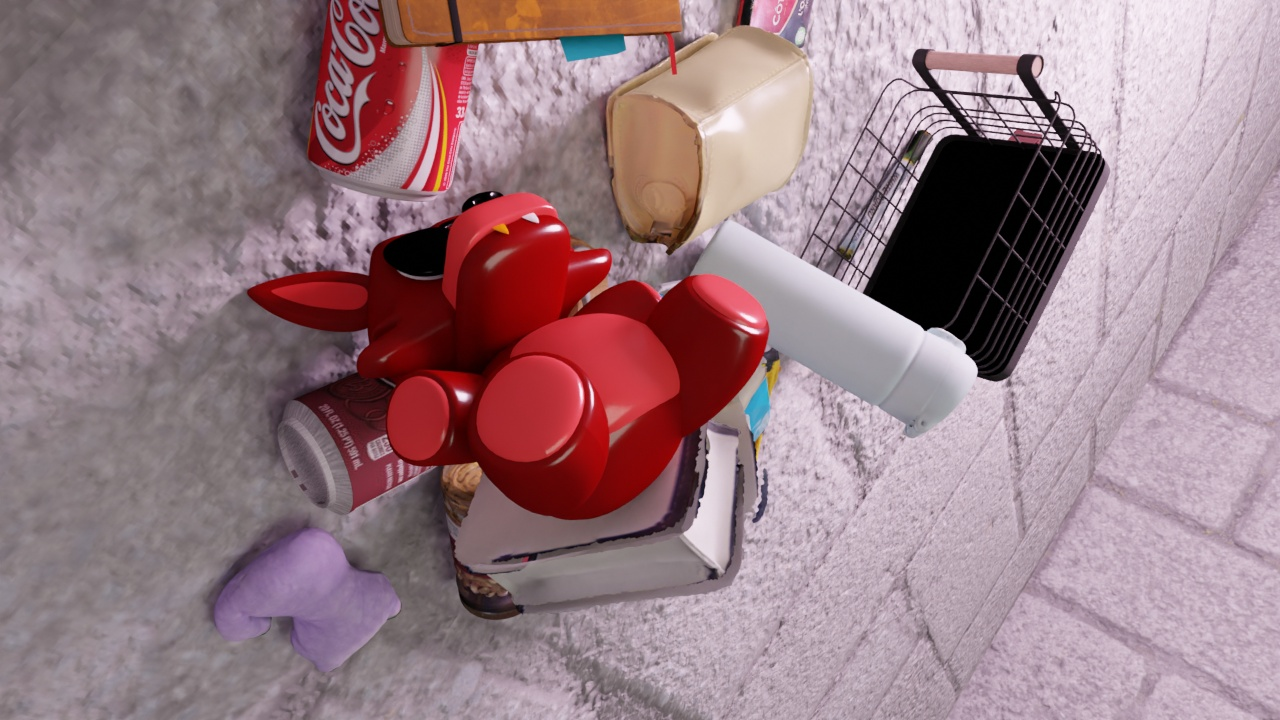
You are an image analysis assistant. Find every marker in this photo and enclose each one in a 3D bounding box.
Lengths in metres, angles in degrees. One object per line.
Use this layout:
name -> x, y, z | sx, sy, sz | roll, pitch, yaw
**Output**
marker -> 0.227, -0.154, 0.849 | 0.146, 0.017, 0.017 | -55, 145, -10

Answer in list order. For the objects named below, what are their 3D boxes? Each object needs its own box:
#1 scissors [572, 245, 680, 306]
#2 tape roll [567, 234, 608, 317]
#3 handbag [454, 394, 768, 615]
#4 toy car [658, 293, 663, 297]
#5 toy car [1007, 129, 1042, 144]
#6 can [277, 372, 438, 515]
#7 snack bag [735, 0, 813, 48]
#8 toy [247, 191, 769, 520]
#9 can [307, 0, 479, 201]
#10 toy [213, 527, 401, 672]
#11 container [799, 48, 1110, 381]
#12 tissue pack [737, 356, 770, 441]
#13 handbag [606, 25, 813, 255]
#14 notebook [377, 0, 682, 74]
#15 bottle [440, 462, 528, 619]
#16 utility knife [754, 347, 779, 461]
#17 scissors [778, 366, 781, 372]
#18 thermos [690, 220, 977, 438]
scissors -> -0.024, -0.011, 0.578 | 0.171, 0.014, 0.142 | -24, 129, -35
tape roll -> -0.062, -0.033, 0.555 | 0.093, 0.027, 0.094 | -30, 135, -37
handbag -> -0.007, 0.050, 0.512 | 0.074, 0.152, 0.175 | 49, 38, -36
toy car -> -0.004, 0.004, 0.637 | 0.032, 0.048, 0.105 | 5, 110, -53
toy car -> 0.347, -0.178, 0.946 | 0.169, 0.062, 0.070 | -39, 139, -29
can -> -0.127, 0.031, 0.486 | 0.113, 0.063, 0.063 | -28, 133, -39
snack bag -> 0.099, -0.281, 0.599 | 0.074, 0.018, 0.155 | -22, 131, -44
toy -> -0.059, -0.016, 0.421 | 0.158, 0.197, 0.121 | -31, 144, -36
can -> -0.106, -0.128, 0.402 | 0.064, 0.064, 0.105 | -7, 118, -50
toy -> -0.185, 0.137, 0.511 | 0.080, 0.036, 0.100 | -39, 135, -14
container -> 0.250, -0.115, 0.759 | 0.130, 0.163, 0.241 | 26, 90, -43
tissue pack -> 0.024, 0.080, 0.696 | 0.209, 0.066, 0.117 | -50, 159, -13
handbag -> 0.041, -0.135, 0.577 | 0.119, 0.081, 0.111 | -39, 147, -32
notebook -> -0.056, -0.241, 0.365 | 0.178, 0.014, 0.249 | -22, 111, -43
bottle -> -0.094, 0.110, 0.588 | 0.056, 0.056, 0.105 | -31, 135, -37
utility knife -> 0.100, 0.069, 0.825 | 0.030, 0.017, 0.176 | -9, 122, -35
scissors -> 0.093, 0.057, 0.830 | 0.073, 0.012, 0.131 | 6, 109, -54
thermos -> 0.135, -0.023, 0.654 | 0.077, 0.207, 0.065 | -58, 174, -17
